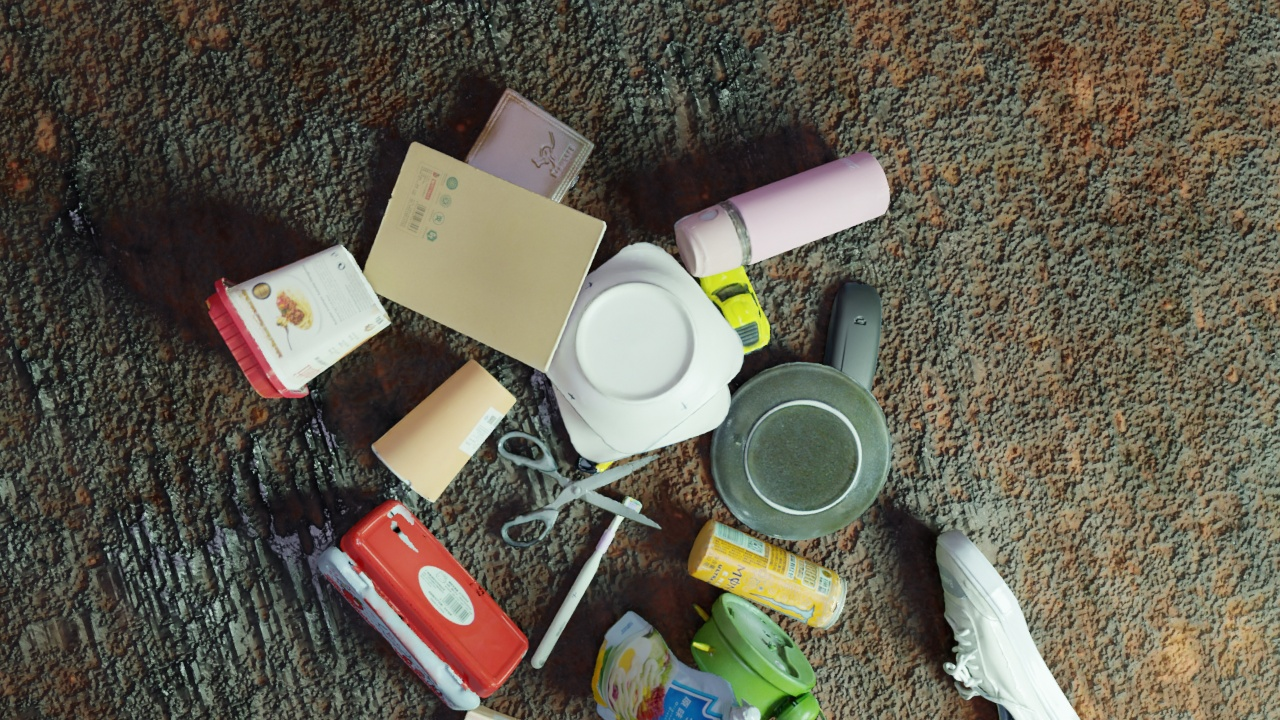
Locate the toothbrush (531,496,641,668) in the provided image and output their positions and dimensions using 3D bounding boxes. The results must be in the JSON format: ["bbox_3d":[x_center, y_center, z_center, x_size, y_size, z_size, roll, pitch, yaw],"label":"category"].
[{"bbox_3d":[-0.055,0.217,0.893,0.020,0.029,0.189,31,90,38],"label":"toothbrush"}]

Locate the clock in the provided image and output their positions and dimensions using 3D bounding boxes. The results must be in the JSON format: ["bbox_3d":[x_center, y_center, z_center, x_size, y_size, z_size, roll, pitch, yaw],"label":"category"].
[{"bbox_3d":[0.115,0.290,0.860,0.161,0.116,0.056,40,99,-1],"label":"clock"}]

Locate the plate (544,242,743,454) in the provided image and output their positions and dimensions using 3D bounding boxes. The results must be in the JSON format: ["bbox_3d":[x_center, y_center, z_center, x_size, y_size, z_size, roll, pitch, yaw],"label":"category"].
[{"bbox_3d":[-0.003,-0.014,0.842,0.164,0.034,0.163,-40,84,-4],"label":"plate"}]

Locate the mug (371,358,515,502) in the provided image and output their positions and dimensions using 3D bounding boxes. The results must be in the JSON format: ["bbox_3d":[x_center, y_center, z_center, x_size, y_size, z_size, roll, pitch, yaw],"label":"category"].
[{"bbox_3d":[-0.178,0.062,0.855,0.078,0.078,0.122,44,83,-4],"label":"mug"}]

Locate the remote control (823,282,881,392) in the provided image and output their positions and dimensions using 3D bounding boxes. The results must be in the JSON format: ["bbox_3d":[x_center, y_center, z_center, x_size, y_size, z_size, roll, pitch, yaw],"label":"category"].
[{"bbox_3d":[0.210,-0.010,0.906,0.053,0.024,0.136,8,90,-3],"label":"remote control"}]

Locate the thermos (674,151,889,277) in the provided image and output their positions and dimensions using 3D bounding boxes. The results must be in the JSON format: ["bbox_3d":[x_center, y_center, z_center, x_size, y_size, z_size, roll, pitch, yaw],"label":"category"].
[{"bbox_3d":[0.129,-0.141,0.877,0.198,0.087,0.067,-21,125,-8],"label":"thermos"}]

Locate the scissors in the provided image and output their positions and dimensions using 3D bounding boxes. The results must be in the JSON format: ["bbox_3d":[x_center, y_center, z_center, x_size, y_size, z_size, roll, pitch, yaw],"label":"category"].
[{"bbox_3d":[-0.065,0.126,0.871,0.181,0.014,0.159,35,101,8],"label":"scissors"}]

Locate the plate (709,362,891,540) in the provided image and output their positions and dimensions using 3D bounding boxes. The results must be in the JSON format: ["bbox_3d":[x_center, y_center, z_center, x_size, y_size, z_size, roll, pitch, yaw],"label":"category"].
[{"bbox_3d":[0.157,0.092,0.892,0.179,0.024,0.179,0,99,0],"label":"plate"}]

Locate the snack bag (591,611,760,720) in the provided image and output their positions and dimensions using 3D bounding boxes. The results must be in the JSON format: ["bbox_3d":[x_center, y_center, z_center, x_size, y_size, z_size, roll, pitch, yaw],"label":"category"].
[{"bbox_3d":[0.028,0.313,0.821,0.038,0.191,0.110,23,90,-41],"label":"snack bag"}]

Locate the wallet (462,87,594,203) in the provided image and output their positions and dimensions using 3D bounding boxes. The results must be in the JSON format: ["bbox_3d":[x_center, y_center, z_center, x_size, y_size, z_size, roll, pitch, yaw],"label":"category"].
[{"bbox_3d":[-0.115,-0.181,0.877,0.101,0.032,0.124,31,89,-7],"label":"wallet"}]

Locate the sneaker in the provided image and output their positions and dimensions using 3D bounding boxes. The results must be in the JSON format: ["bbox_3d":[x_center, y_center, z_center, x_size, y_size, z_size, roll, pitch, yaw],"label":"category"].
[{"bbox_3d":[0.332,0.278,0.894,0.091,0.089,0.242,-30,99,1],"label":"sneaker"}]

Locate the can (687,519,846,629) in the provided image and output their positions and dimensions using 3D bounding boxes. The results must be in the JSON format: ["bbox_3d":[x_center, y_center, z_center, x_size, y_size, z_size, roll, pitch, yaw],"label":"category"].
[{"bbox_3d":[0.121,0.206,0.886,0.146,0.058,0.058,24,89,-4],"label":"can"}]

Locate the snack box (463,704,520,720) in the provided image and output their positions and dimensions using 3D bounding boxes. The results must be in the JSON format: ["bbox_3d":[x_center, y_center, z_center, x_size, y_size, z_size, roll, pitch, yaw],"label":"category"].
[{"bbox_3d":[-0.155,0.419,0.884,0.084,0.026,0.157,22,89,-5],"label":"snack box"}]

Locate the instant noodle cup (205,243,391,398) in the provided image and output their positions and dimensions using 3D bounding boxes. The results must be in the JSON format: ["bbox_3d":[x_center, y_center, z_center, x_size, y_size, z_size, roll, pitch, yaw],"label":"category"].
[{"bbox_3d":[-0.301,-0.039,0.825,0.124,0.116,0.116,-31,93,-10],"label":"instant noodle cup"}]

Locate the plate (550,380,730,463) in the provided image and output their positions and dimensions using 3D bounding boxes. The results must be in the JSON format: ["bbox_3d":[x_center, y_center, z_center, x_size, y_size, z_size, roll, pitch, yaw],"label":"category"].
[{"bbox_3d":[-0.005,0.005,0.874,0.164,0.034,0.163,-18,84,-2],"label":"plate"}]

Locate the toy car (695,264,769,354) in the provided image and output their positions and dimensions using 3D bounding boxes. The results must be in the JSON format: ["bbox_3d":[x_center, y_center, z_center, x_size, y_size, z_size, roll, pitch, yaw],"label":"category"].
[{"bbox_3d":[0.090,-0.057,0.888,0.048,0.032,0.105,-22,82,-4],"label":"toy car"}]

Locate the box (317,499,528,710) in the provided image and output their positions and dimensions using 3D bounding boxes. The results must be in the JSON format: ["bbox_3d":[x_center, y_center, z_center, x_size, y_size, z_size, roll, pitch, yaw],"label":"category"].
[{"bbox_3d":[-0.214,0.240,0.864,0.201,0.095,0.101,48,126,-3],"label":"box"}]

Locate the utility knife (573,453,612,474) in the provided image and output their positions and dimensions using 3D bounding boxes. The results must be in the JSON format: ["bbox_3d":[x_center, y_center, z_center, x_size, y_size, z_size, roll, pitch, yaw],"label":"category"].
[{"bbox_3d":[0.020,0.032,0.897,0.223,0.015,0.033,-44,95,-4],"label":"utility knife"}]

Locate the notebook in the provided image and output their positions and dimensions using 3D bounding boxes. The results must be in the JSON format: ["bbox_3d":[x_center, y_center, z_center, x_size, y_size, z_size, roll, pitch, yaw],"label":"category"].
[{"bbox_3d":[-0.150,-0.097,0.847,0.208,0.008,0.148,24,98,12],"label":"notebook"}]
